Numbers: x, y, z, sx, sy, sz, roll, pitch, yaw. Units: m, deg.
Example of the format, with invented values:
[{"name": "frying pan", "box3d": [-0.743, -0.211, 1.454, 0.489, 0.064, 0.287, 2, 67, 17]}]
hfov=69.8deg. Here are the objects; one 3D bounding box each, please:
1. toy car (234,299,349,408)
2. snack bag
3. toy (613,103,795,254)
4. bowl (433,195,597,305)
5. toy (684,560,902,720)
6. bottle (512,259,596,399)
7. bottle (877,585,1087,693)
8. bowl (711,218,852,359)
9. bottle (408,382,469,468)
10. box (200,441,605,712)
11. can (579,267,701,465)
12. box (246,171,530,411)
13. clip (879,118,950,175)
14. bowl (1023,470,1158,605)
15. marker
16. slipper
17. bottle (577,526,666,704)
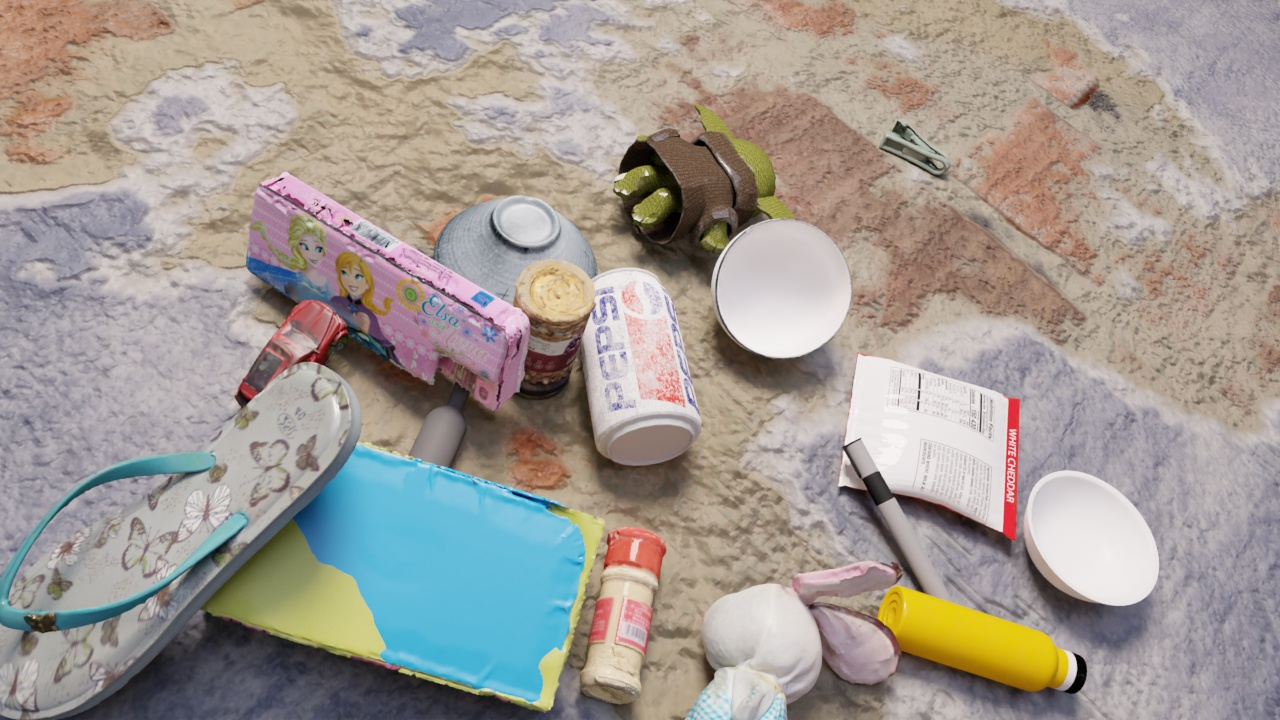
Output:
[{"name": "toy car", "box3d": [-0.242, -0.001, 0.636, 0.042, 0.036, 0.091, 31, 77, 9]}, {"name": "snack bag", "box3d": [0.239, 0.064, 0.744, 0.144, 0.039, 0.130, 17, 58, 0]}, {"name": "toy", "box3d": [0.051, -0.153, 0.812, 0.152, 0.078, 0.179, -15, 62, -34]}, {"name": "bowl", "box3d": [-0.096, -0.095, 0.742, 0.137, 0.057, 0.136, 8, 55, -12]}, {"name": "toy", "box3d": [0.071, 0.207, 0.585, 0.205, 0.131, 0.106, -40, 44, -25]}, {"name": "bottle", "box3d": [-0.070, -0.021, 0.670, 0.056, 0.105, 0.056, 8, 56, -12]}, {"name": "bottle", "box3d": [0.244, 0.202, 0.652, 0.143, 0.043, 0.043, 19, 54, -4]}, {"name": "bowl", "box3d": [0.111, -0.059, 0.762, 0.113, 0.063, 0.113, -1, 95, -7]}, {"name": "bottle", "box3d": [-0.142, 0.057, 0.643, 0.030, 0.030, 0.112, 20, 54, -3]}, {"name": "box", "box3d": [-0.141, 0.122, 0.554, 0.221, 0.081, 0.124, 17, 74, -7]}, {"name": "can", "box3d": [-0.004, 0.004, 0.690, 0.078, 0.078, 0.136, -1, 58, -17]}, {"name": "box", "box3d": [-0.185, -0.048, 0.649, 0.230, 0.085, 0.053, 31, 48, 14]}, {"name": "clip", "box3d": [0.292, -0.221, 0.963, 0.076, 0.023, 0.059, 38, 56, 13]}, {"name": "bowl", "box3d": [0.343, 0.145, 0.721, 0.110, 0.041, 0.109, 8, 55, -12]}, {"name": "marker", "box3d": [0.194, 0.124, 0.692, 0.016, 0.016, 0.140, -20, 76, -27]}, {"name": "slipper", "box3d": [-0.261, 0.098, 0.479, 0.269, 0.055, 0.098, -37, 61, 4]}, {"name": "bottle", "box3d": [-0.011, 0.166, 0.602, 0.044, 0.044, 0.108, 16, 55, -6]}]
